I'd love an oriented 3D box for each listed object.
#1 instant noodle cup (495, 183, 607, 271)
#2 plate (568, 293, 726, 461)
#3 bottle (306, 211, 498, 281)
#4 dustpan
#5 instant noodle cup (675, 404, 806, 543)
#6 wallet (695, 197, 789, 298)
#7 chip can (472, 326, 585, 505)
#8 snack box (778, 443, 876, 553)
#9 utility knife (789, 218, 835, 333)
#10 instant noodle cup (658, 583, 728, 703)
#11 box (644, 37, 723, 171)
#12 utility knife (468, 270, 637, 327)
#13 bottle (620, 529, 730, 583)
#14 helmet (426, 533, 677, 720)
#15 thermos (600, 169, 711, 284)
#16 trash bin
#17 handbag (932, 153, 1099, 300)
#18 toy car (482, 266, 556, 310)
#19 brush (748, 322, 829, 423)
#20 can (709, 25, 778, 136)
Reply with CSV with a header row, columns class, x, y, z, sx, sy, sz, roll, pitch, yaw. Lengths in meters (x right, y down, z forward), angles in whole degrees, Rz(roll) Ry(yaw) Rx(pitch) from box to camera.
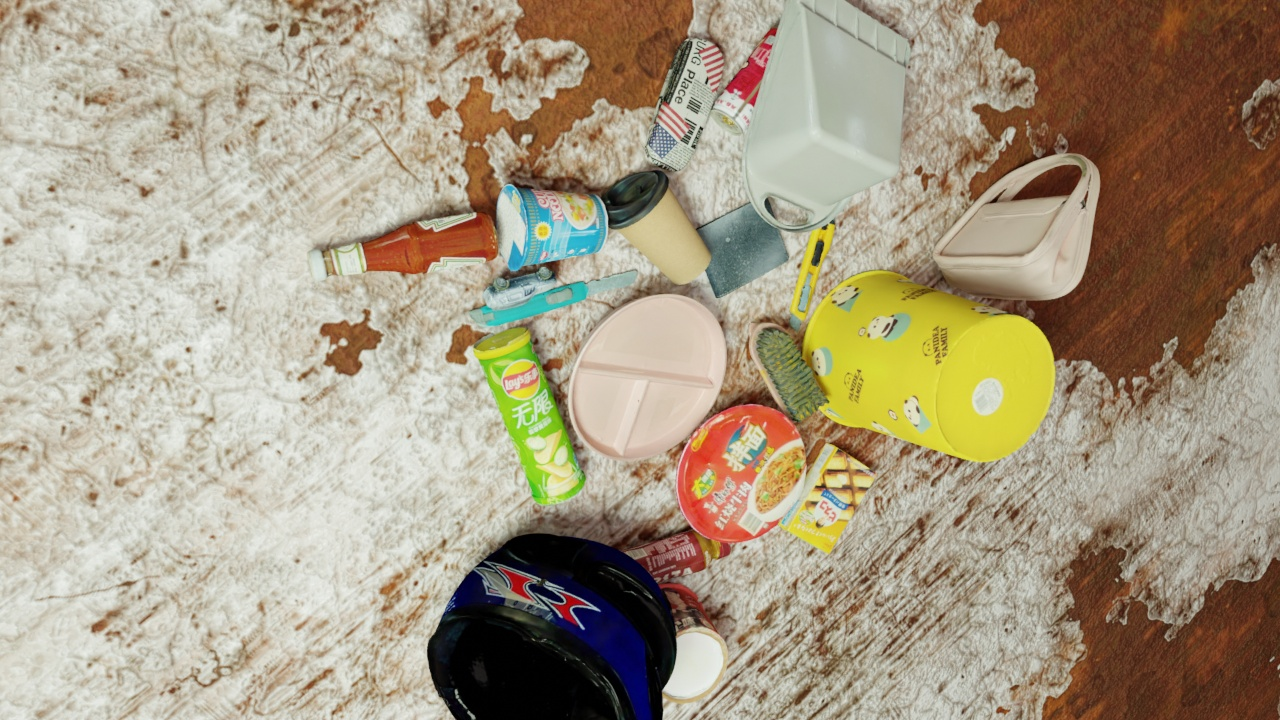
class,x,y,z,sx,sy,sz,roll,pitch,yaw
instant noodle cup,-0.101,-0.158,1.072,0.109,0.099,0.099,-8,105,-28
plate,0.008,0.021,1.157,0.229,0.028,0.230,-14,121,-26
bottle,-0.265,-0.124,1.029,0.205,0.060,0.060,-13,106,-18
dustpan,0.225,-0.305,1.169,0.222,0.143,0.257,13,71,-36
instant noodle cup,0.126,0.147,1.239,0.193,0.066,0.194,-4,102,-20
wallet,0.132,-0.150,1.202,0.120,0.019,0.097,-28,110,-15
chip can,-0.132,0.071,1.116,0.072,0.072,0.221,-24,110,-15
snack box,0.271,0.200,1.327,0.087,0.034,0.140,32,90,-24
utility knife,0.233,-0.120,1.249,0.033,0.015,0.171,12,97,-20
instant noodle cup,0.047,0.384,1.237,0.137,0.108,0.138,-5,103,-21
box,0.052,-0.313,1.125,0.068,0.051,0.164,21,92,-14
utility knife,-0.103,-0.078,1.126,0.217,0.013,0.029,-18,107,-17
bottle,0.036,0.267,1.234,0.174,0.057,0.057,-13,106,-19
helmet,-0.076,0.329,1.073,0.239,0.316,0.247,-27,114,-51
thermos,0.022,-0.162,1.121,0.093,0.093,0.143,-47,122,-7
trash bin,0.377,0.010,1.204,0.229,0.255,0.230,-5,104,-21
handbag,0.537,-0.197,1.268,0.093,0.193,0.234,39,76,-26
toy car,-0.142,-0.085,1.089,0.090,0.043,0.034,-18,80,-19
brush,0.190,0.011,1.231,0.063,0.073,0.145,-34,107,-6
can,0.145,-0.347,1.142,0.053,0.053,0.132,38,87,-24
